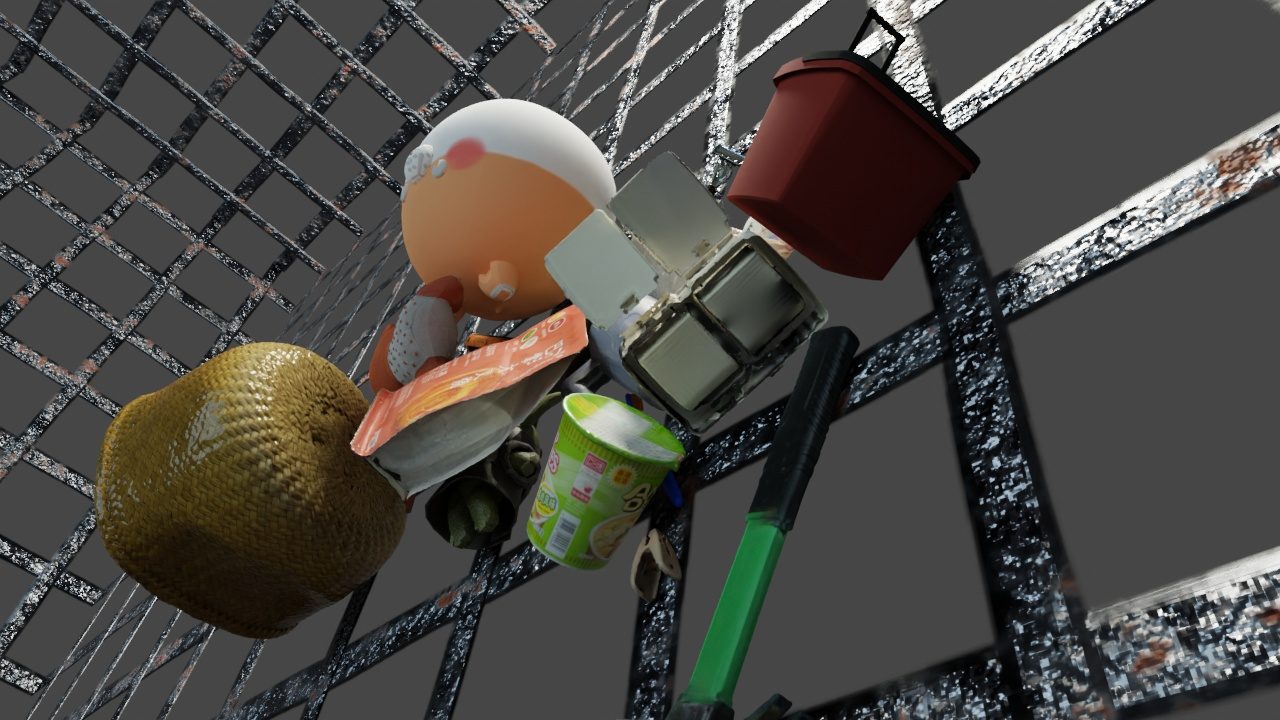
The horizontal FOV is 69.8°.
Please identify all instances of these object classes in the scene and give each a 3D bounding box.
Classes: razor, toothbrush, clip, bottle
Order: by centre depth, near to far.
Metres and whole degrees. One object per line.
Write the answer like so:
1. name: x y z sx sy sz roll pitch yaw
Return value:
1. clip: 0.006 0.145 0.644 0.041 0.024 0.060 -44 16 6
2. toothbrush: 0.011 0.069 0.756 0.018 0.016 0.182 -13 26 -9
3. bottle: -0.058 -0.042 0.999 0.184 0.045 0.045 -56 25 -15
4. razor: 0.064 -0.174 1.022 0.043 0.022 0.144 34 86 26

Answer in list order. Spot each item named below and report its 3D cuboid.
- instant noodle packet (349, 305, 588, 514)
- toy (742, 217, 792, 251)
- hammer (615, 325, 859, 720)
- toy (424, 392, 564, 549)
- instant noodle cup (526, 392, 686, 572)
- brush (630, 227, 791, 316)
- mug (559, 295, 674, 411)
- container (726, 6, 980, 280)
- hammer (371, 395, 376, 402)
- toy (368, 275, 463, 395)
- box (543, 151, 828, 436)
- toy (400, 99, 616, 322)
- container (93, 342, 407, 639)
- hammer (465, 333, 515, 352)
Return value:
1. instant noodle packet: -0.143 0.020 0.847 0.221 0.084 0.164 -35 17 6
2. toy: 0.123 -0.129 0.831 0.079 0.038 0.122 -23 37 33
3. hammer: 0.080 0.104 0.569 0.130 0.032 0.317 -19 37 49
4. toy: -0.143 0.112 0.877 0.180 0.078 0.152 -35 19 28
5. instant noodle cup: -0.034 0.094 0.688 0.108 0.099 0.099 -63 20 16
6. brush: 0.051 -0.086 0.842 0.271 0.056 0.083 29 103 67
7. mug: -0.005 0.005 0.785 0.124 0.084 0.104 -39 25 -8
8. container: 0.171 -0.177 0.688 0.201 0.148 0.127 -59 23 -1
9. hammer: -0.418 0.161 1.256 0.025 0.118 0.332 -28 26 35
10. toy: -0.249 0.000 1.039 0.173 0.092 0.163 -33 58 48
11. box: 0.033 -0.051 0.693 0.143 0.184 0.050 -42 18 6
12. toy: -0.170 -0.176 1.129 0.264 0.265 0.280 -18 48 45
13. container: -0.409 0.128 1.023 0.197 0.307 0.306 -31 27 10
14. hammer: -0.169 -0.003 1.150 0.137 0.035 0.315 -56 24 -13
